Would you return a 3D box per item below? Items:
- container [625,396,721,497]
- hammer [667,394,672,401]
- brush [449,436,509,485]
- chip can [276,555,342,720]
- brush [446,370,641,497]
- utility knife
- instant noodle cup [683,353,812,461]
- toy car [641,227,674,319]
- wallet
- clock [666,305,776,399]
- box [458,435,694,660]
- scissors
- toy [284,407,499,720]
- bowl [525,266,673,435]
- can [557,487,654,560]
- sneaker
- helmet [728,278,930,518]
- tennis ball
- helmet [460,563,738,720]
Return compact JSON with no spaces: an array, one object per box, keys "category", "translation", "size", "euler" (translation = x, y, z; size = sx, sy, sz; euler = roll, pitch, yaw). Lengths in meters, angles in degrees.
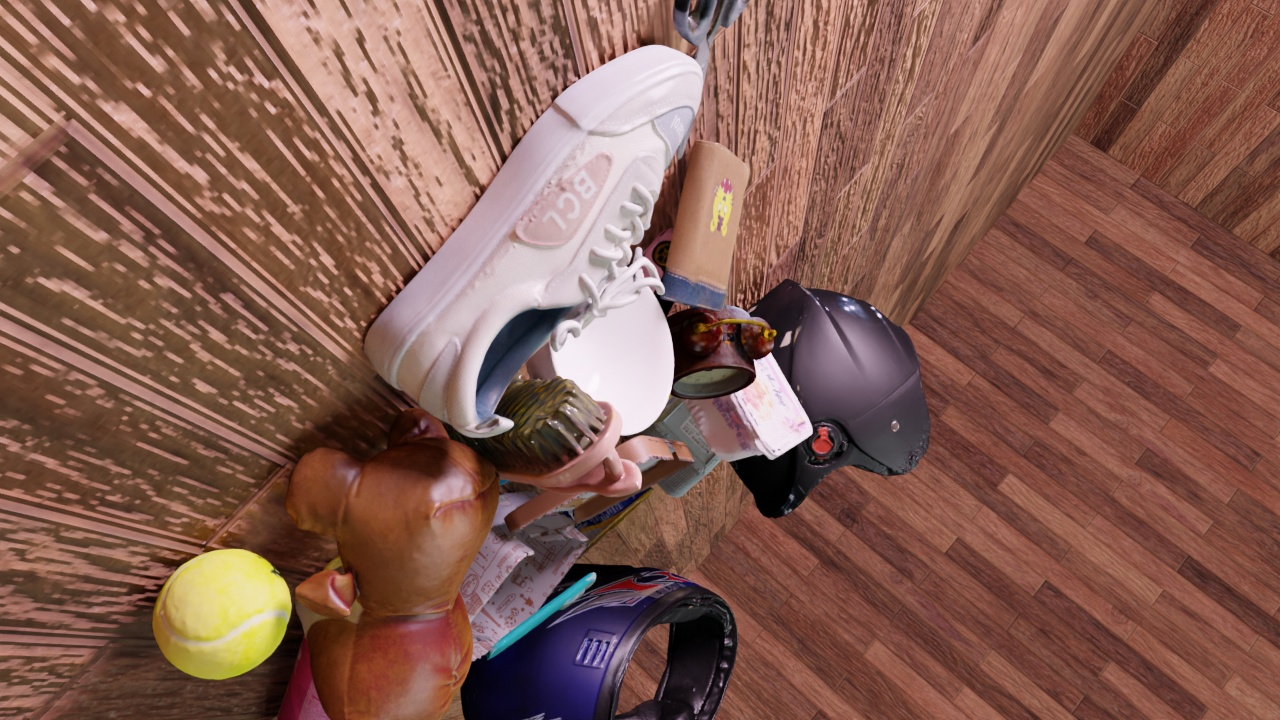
[{"category":"container","translation":[0.051,0.083,0.993],"size":[0.089,0.090,0.112],"euler":[-43,177,-22]},{"category":"hammer","translation":[-0.005,0.005,0.820],"size":[0.129,0.033,0.300],"euler":[-54,164,8]},{"category":"brush","translation":[-0.090,0.060,0.672],"size":[0.074,0.055,0.143],"euler":[-51,165,23]},{"category":"chip can","translation":[-0.220,0.228,0.674],"size":[0.071,0.071,0.211],"euler":[-30,155,-50]},{"category":"brush","translation":[-0.053,0.048,0.537],"size":[0.063,0.073,0.146],"euler":[-48,-157,-23]},{"category":"utility knife","translation":[-0.083,0.225,0.816],"size":[0.150,0.013,0.029],"euler":[-25,156,-51]},{"category":"instant noodle cup","translation":[0.094,0.034,0.885],"size":[0.060,0.138,0.173],"euler":[-32,171,20]},{"category":"toy car","translation":[0.004,-0.044,0.701],"size":[0.122,0.037,0.056],"euler":[-64,156,-8]},{"category":"wallet","translation":[0.048,-0.096,0.670],"size":[0.090,0.033,0.115],"euler":[-1,102,-68]},{"category":"clock","translation":[0.059,-0.010,0.742],"size":[0.082,0.055,0.122],"euler":[4,156,-22]},{"category":"box","translation":[-0.081,0.144,0.791],"size":[0.260,0.105,0.178],"euler":[-51,164,5]},{"category":"scissors","translation":[0.031,-0.179,0.549],"size":[0.169,0.014,0.156],"euler":[-53,166,18]},{"category":"toy","translation":[-0.149,0.137,0.532],"size":[0.139,0.131,0.200],"euler":[-27,122,-61]},{"category":"bowl","translation":[-0.039,-0.005,0.624],"size":[0.065,0.118,0.118],"euler":[-12,-166,41]},{"category":"can","translation":[-0.049,0.162,0.971],"size":[0.148,0.049,0.074],"euler":[-46,170,33]},{"category":"sneaker","translation":[-0.034,-0.062,0.489],"size":[0.242,0.091,0.089],"euler":[-49,165,-6]},{"category":"helmet","translation":[0.192,0.043,1.080],"size":[0.274,0.230,0.233],"euler":[-50,-171,-3]},{"category":"tennis ball","translation":[-0.216,0.131,0.475],"size":[0.065,0.065,0.065],"euler":[-45,163,-18]},{"category":"helmet","translation":[-0.061,0.346,1.044],"size":[0.314,0.241,0.247],"euler":[-10,102,-56]}]
